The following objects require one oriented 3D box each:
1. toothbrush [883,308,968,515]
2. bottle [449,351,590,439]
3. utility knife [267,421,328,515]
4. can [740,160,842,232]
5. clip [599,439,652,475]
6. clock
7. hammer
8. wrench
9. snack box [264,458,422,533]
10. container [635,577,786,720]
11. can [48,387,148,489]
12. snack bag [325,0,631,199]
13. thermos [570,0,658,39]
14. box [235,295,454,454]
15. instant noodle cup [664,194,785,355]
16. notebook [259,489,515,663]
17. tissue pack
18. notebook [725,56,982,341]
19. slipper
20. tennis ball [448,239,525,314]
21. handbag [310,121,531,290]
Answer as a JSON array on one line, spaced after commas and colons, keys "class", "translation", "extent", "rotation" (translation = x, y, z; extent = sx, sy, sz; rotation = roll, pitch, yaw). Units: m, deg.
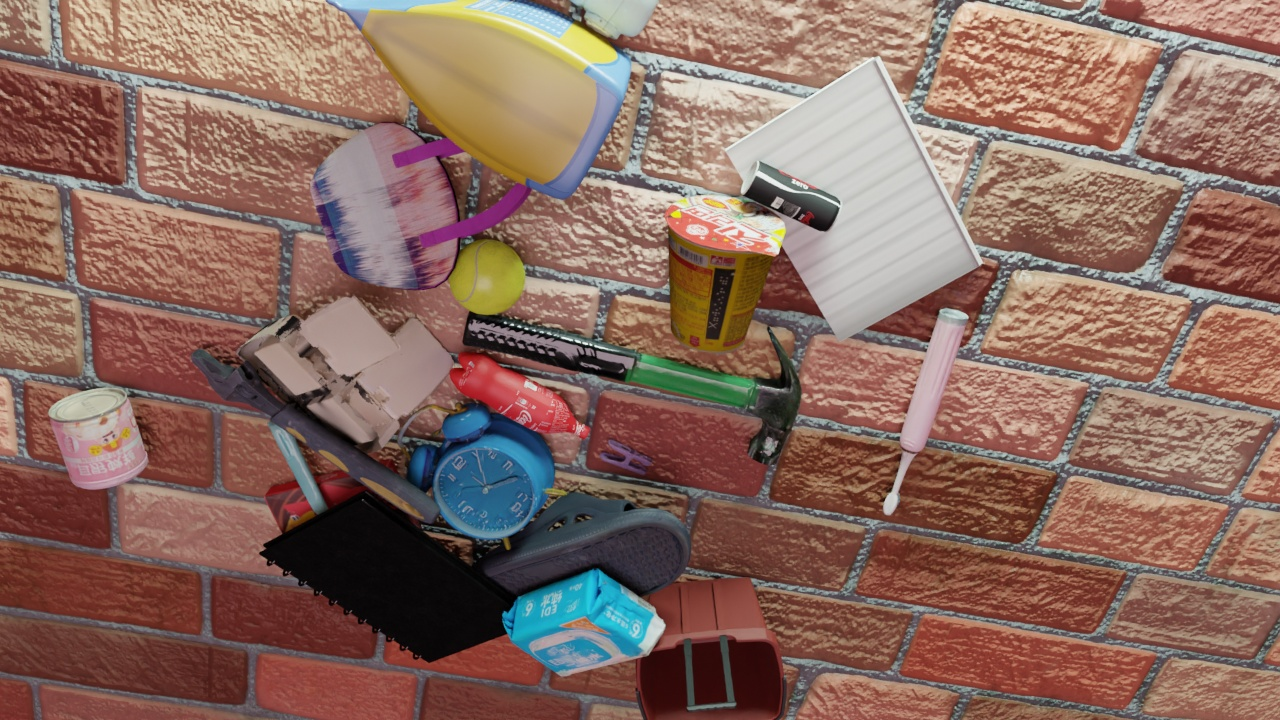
[{"class": "toothbrush", "translation": [0.267, 0.055, 0.877], "extent": [0.027, 0.026, 0.223], "rotation": [30, 123, 34]}, {"class": "bottle", "translation": [-0.111, 0.037, 0.858], "extent": [0.141, 0.041, 0.042], "rotation": [29, 112, -16]}, {"class": "utility knife", "translation": [-0.322, 0.129, 0.895], "extent": [0.022, 0.015, 0.158], "rotation": [-12, 108, 29]}, {"class": "can", "translation": [0.127, -0.137, 0.770], "extent": [0.080, 0.031, 0.032], "rotation": [23, 114, -10]}, {"class": "clip", "translation": [-0.013, 0.095, 0.904], "extent": [0.052, 0.013, 0.036], "rotation": [22, 115, -13]}, {"class": "clock", "translation": [-0.158, 0.104, 0.880], "extent": [0.161, 0.060, 0.117], "rotation": [39, 110, -11]}, {"class": "hammer", "translation": [-0.005, 0.005, 0.851], "extent": [0.318, 0.032, 0.130], "rotation": [13, 116, -6]}, {"class": "wrench", "translation": [-0.299, 0.069, 0.840], "extent": [0.273, 0.022, 0.074], "rotation": [33, 142, 2]}, {"class": "snack box", "translation": [-0.299, 0.154, 0.927], "extent": [0.133, 0.021, 0.089], "rotation": [-14, 113, 7]}, {"class": "container", "translation": [0.068, 0.312, 0.904], "extent": [0.148, 0.200, 0.127], "rotation": [-6, 115, 3]}, {"class": "can", "translation": [-0.509, 0.074, 0.864], "extent": [0.067, 0.067, 0.076], "rotation": [-2, 115, 1]}, {"class": "snack bag", "translation": [-0.115, -0.220, 0.671], "extent": [0.205, 0.158, 0.102], "rotation": [27, 113, -11]}, {"class": "thermos", "translation": [-0.074, -0.320, 0.673], "extent": [0.207, 0.065, 0.078], "rotation": [32, 95, -14]}, {"class": "box", "translation": [-0.255, 0.001, 0.829], "extent": [0.187, 0.100, 0.145], "rotation": [-21, 118, 32]}, {"class": "instant noodle cup", "translation": [0.064, -0.071, 0.786], "extent": [0.100, 0.100, 0.113], "rotation": [5, 126, -2]}, {"class": "notebook", "translation": [-0.245, 0.227, 0.925], "extent": [0.170, 0.019, 0.231], "rotation": [-27, 123, 28]}, {"class": "tissue pack", "translation": [-0.058, 0.258, 0.889], "extent": [0.145, 0.061, 0.093], "rotation": [-26, 127, 34]}, {"class": "notebook", "translation": [0.188, -0.132, 0.795], "extent": [0.143, 0.009, 0.210], "rotation": [-30, 112, 14]}, {"class": "slipper", "translation": [-0.062, 0.189, 0.922], "extent": [0.269, 0.083, 0.110], "rotation": [-23, 126, 29]}, {"class": "tennis ball", "translation": [-0.133, -0.072, 0.793], "extent": [0.065, 0.065, 0.065], "rotation": [0, 116, 0]}, {"class": "handbag", "translation": [-0.171, -0.136, 0.751], "extent": [0.170, 0.068, 0.144], "rotation": [-16, 96, 9]}]
